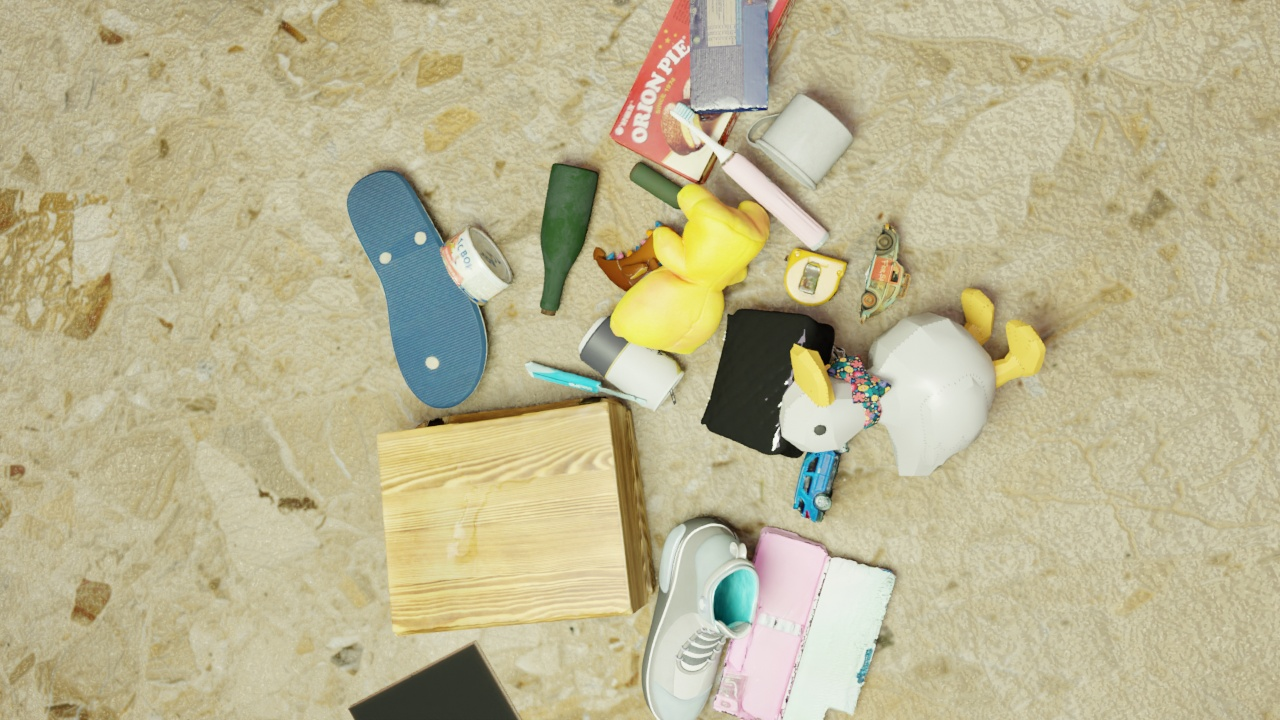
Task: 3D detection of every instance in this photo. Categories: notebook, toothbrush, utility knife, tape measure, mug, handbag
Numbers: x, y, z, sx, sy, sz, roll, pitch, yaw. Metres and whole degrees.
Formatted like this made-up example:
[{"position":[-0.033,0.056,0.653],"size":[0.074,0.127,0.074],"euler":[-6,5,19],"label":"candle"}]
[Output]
[{"position":[-0.263,0.469,1.191],"size":[0.209,0.008,0.141],"euler":[-30,90,14],"label":"notebook"},{"position":[0.117,-0.196,0.983],"size":[0.222,0.027,0.026],"euler":[38,98,-18],"label":"toothbrush"},{"position":[-0.064,0.026,1.067],"size":[0.169,0.015,0.022],"euler":[13,141,31],"label":"utility knife"},{"position":[0.189,-0.091,1.021],"size":[0.068,0.030,0.059],"euler":[18,98,10],"label":"tape measure"},{"position":[0.167,-0.242,0.989],"size":[0.070,0.084,0.113],"euler":[-50,53,10],"label":"mug"},{"position":[0.146,0.022,1.019],"size":[0.125,0.114,0.153],"euler":[15,94,36],"label":"handbag"}]

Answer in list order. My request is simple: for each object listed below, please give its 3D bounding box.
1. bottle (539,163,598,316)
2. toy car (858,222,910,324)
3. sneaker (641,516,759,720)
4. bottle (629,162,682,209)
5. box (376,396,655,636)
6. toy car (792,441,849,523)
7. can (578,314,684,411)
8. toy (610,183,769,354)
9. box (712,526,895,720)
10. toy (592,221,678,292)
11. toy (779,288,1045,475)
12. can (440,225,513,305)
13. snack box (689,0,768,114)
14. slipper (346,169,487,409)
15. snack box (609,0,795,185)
[{"position":[-0.091,-0.137,1.063],"size":[0.055,0.055,0.174],"euler":[14,100,10],"label":"bottle"},{"position":[0.268,-0.091,0.995],"size":[0.047,0.047,0.112],"euler":[14,100,10],"label":"toy car"},{"position":[0.072,0.314,1.020],"size":[0.093,0.160,0.257],"euler":[8,96,-16],"label":"sneaker"},{"position":[0.036,-0.190,1.044],"size":[0.106,0.025,0.025],"euler":[34,102,7],"label":"bottle"},{"position":[-0.139,0.172,1.067],"size":[0.279,0.176,0.247],"euler":[-8,84,13],"label":"box"},{"position":[0.203,0.122,1.029],"size":[0.043,0.056,0.120],"euler":[17,101,10],"label":"toy car"},{"position":[-0.006,0.006,1.055],"size":[0.127,0.064,0.064],"euler":[37,102,6],"label":"can"},{"position":[0.065,-0.086,0.994],"size":[0.194,0.134,0.087],"euler":[-57,42,21],"label":"toy"},{"position":[0.188,0.323,1.066],"size":[0.159,0.035,0.230],"euler":[16,99,9],"label":"box"},{"position":[-0.003,-0.124,1.057],"size":[0.103,0.070,0.090],"euler":[36,89,29],"label":"toy"},{"position":[0.271,0.035,0.945],"size":[0.267,0.141,0.247],"euler":[-30,129,-4],"label":"toy"},{"position":[-0.190,-0.111,1.070],"size":[0.043,0.086,0.086],"euler":[-32,89,13],"label":"can"},{"position":[0.092,-0.335,0.952],"size":[0.082,0.027,0.150],"euler":[1,99,9],"label":"snack box"},{"position":[-0.261,-0.088,1.104],"size":[0.118,0.060,0.295],"euler":[-23,89,10],"label":"slipper"},{"position":[0.070,-0.323,1.003],"size":[0.113,0.060,0.236],"euler":[28,101,6],"label":"snack box"}]
